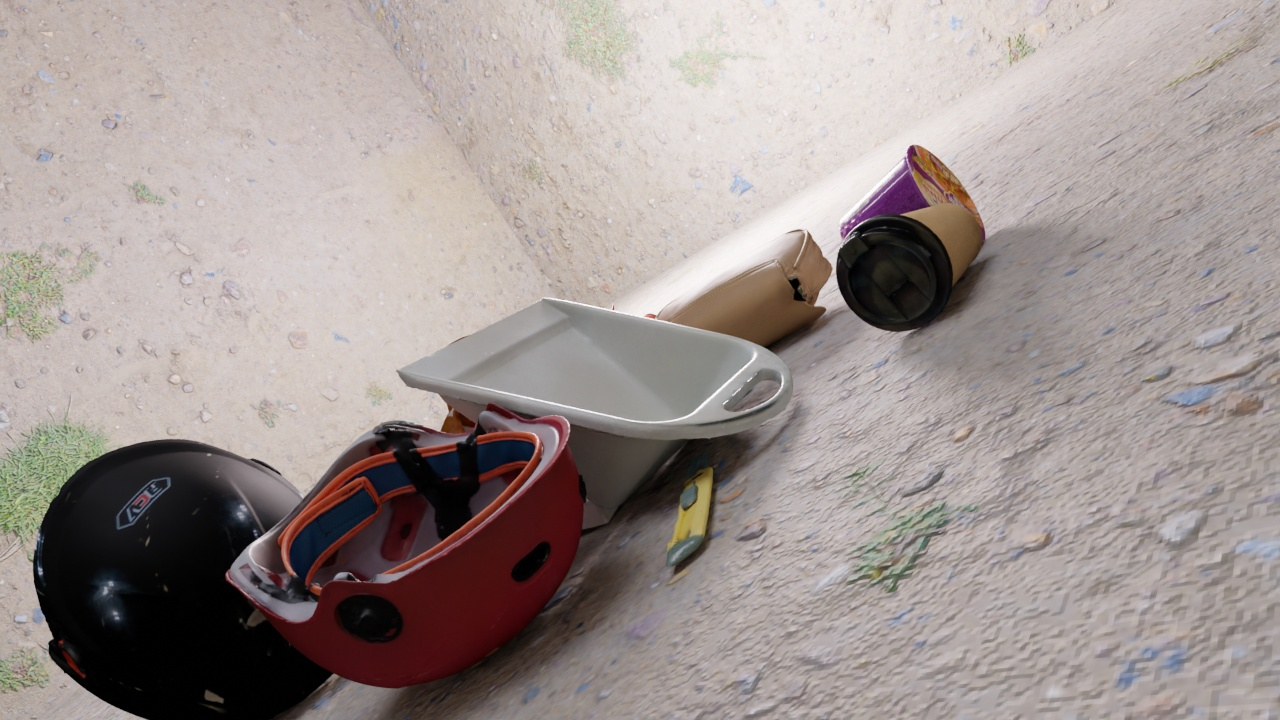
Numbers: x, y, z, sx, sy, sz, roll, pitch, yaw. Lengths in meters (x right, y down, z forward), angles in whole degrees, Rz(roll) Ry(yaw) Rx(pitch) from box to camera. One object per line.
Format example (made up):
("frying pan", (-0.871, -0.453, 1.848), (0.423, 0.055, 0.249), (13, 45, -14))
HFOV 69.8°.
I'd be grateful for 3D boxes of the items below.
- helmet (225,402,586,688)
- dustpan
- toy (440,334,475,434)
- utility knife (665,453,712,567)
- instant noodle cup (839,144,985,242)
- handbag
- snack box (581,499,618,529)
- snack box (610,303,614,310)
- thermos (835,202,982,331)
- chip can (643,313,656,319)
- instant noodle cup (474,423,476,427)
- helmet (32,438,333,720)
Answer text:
("helmet", (-0.133, 0.135, 0.631), (0.240, 0.144, 0.206), (-12, 25, 25))
("dustpan", (-0.017, 0.002, 0.756), (0.222, 0.258, 0.143), (-35, -19, -55))
("toy", (-0.162, 0.073, 0.978), (0.139, 0.130, 0.200), (-7, -52, -42))
("utility knife", (0.037, 0.098, 0.639), (0.031, 0.020, 0.196), (-30, 2, 12))
("instant noodle cup", (0.252, -0.129, 0.867), (0.099, 0.111, 0.111), (-40, 2, 37))
("handbag", (0.113, -0.054, 0.999), (0.205, 0.100, 0.147), (-30, 15, 24))
("snack box", (-0.040, 0.100, 0.814), (0.085, 0.027, 0.156), (-20, 16, 29))
("snack box", (-0.006, 0.006, 0.967), (0.044, 0.127, 0.113), (-3, 8, 0))
("thermos", (0.223, -0.084, 0.743), (0.093, 0.093, 0.142), (-27, 3, 43))
("chip can", (-0.048, 0.012, 1.352), (0.216, 0.073, 0.073), (-37, 8, -27))
("instant noodle cup", (-0.094, 0.072, 0.886), (0.066, 0.194, 0.193), (17, 27, 16))
("helmet", (-0.392, 0.203, 0.831), (0.231, 0.275, 0.232), (4, 43, 33))
